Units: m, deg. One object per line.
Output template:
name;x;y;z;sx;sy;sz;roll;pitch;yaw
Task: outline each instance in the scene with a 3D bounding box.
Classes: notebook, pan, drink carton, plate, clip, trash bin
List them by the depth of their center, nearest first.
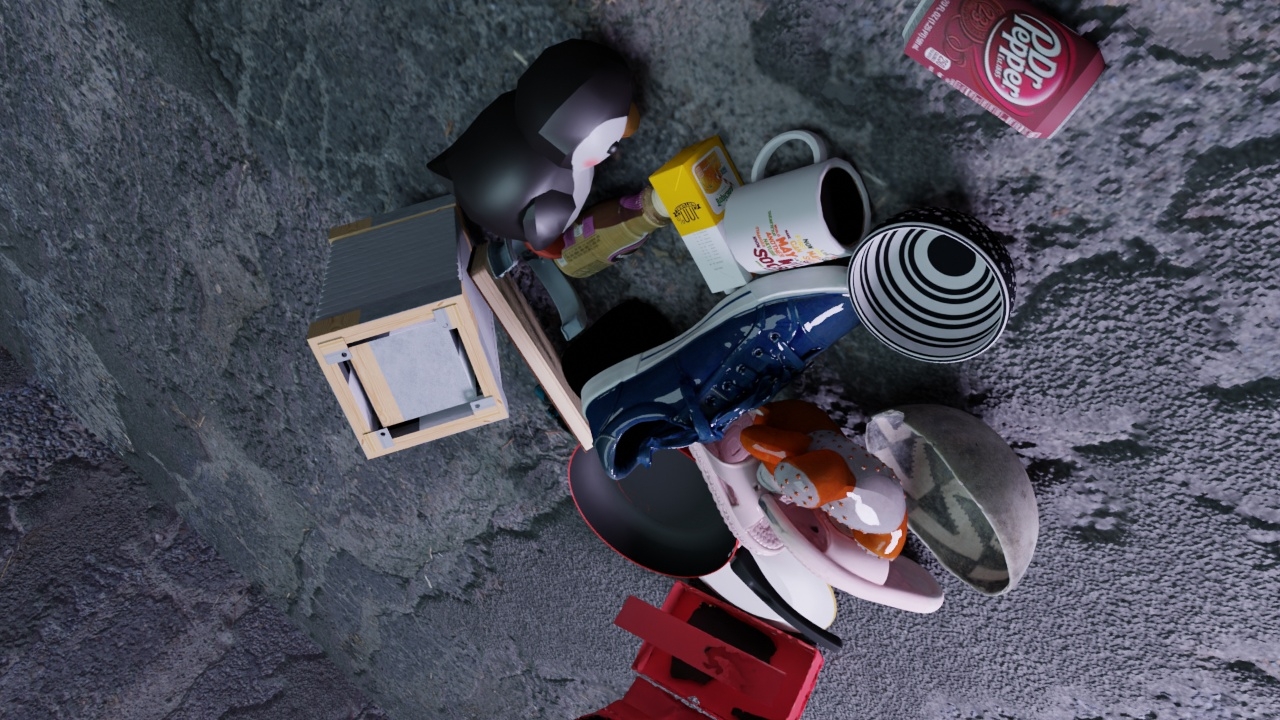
drink carton;0.066;-0.122;0.787;0.040;0.058;0.122;-11;117;46
clip;-0.119;-0.107;0.877;0.158;0.030;0.173;37;-159;-50
trash bin;-0.235;-0.045;0.952;0.246;0.142;0.142;-110;4;-56
notebook;-0.114;-0.022;0.990;0.225;0.024;0.167;59;-178;-18
pan;0.077;0.195;1.015;0.356;0.067;0.209;34;134;7
plate;0.124;0.252;1.096;0.230;0.021;0.230;28;145;22

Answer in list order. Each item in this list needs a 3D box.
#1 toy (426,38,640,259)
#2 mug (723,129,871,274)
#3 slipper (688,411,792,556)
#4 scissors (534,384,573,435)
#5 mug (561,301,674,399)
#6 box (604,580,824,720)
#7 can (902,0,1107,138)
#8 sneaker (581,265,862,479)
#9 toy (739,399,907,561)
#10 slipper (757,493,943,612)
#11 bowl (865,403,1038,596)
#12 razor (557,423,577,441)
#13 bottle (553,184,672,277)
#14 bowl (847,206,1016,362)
toy;-0.085;-0.197;0.789;0.140;0.159;0.185;14;142;-33
mug;0.122;-0.128;0.729;0.090;0.073;0.105;-8;94;45
slipper;0.102;0.085;0.921;0.065;0.094;0.239;-18;106;53
scissors;-0.102;0.056;1.084;0.148;0.019;0.123;48;166;34
mug;-0.006;0.005;0.940;0.121;0.094;0.085;40;142;5
box;0.062;0.435;1.103;0.211;0.317;0.121;22;137;28
can;0.226;-0.193;0.574;0.114;0.063;0.063;38;142;8
sneaker;0.074;0.025;0.791;0.295;0.127;0.120;-30;142;24
toy;0.155;0.097;0.825;0.163;0.093;0.172;32;-170;-30
slipper;0.208;0.185;0.885;0.221;0.106;0.056;27;105;-22
bowl;0.274;0.102;0.772;0.178;0.081;0.178;58;171;14
razor;-0.046;0.114;1.135;0.144;0.022;0.043;37;143;8
bottle;-0.018;-0.127;0.856;0.166;0.059;0.059;-19;111;49
bowl;0.225;-0.066;0.690;0.120;0.066;0.120;24;138;24
